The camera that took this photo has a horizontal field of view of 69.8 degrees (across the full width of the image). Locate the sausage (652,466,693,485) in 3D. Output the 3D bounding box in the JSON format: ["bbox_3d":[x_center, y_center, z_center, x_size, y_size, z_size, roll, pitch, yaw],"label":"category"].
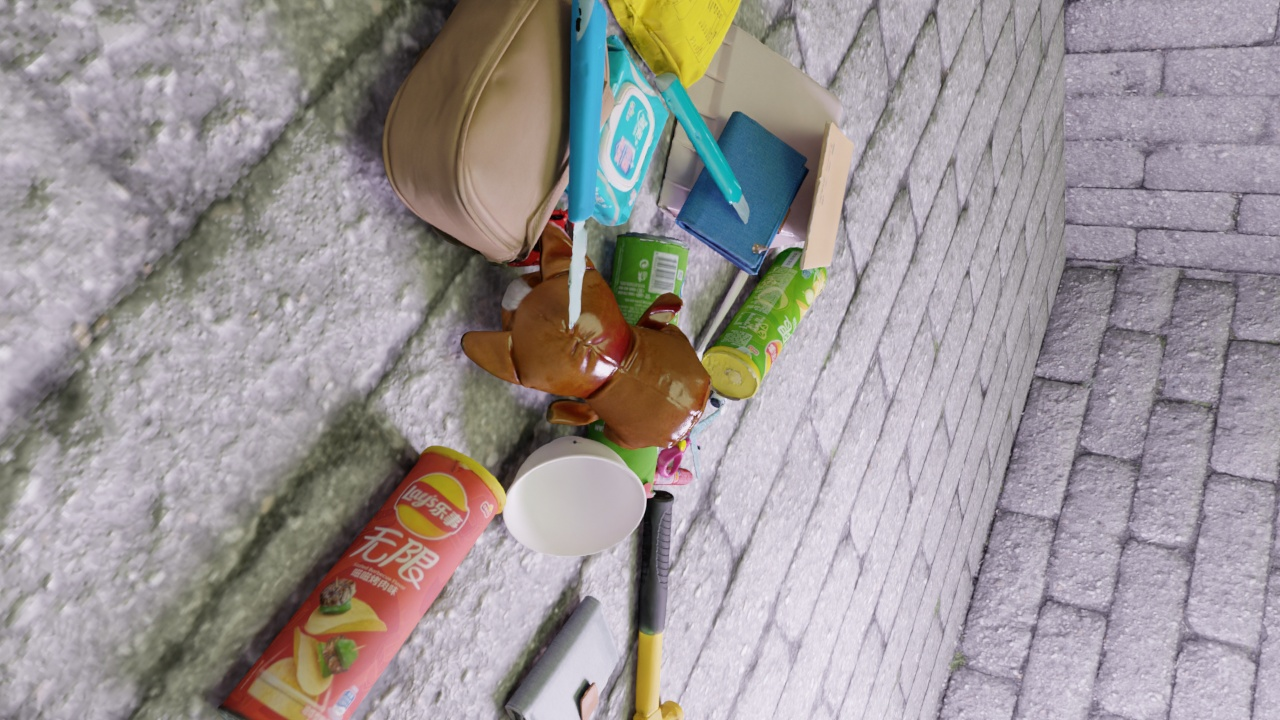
[{"bbox_3d":[0.016,0.121,0.957,0.155,0.020,0.020,11,89,-59],"label":"sausage"}]

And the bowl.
[{"bbox_3d":[-0.058,0.103,0.776,0.064,0.118,0.118,-102,174,-52],"label":"bowl"}]

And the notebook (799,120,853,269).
[{"bbox_3d":[0.205,-0.174,1.000,0.207,0.008,0.148,-21,122,-70],"label":"notebook"}]

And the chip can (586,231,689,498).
[{"bbox_3d":[-0.005,0.005,0.840,0.072,0.072,0.236,6,93,-58],"label":"chip can"}]

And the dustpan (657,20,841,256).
[{"bbox_3d":[0.110,-0.226,1.022,0.273,0.139,0.222,18,85,-30],"label":"dustpan"}]

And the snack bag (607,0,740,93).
[{"bbox_3d":[0.048,-0.381,0.823,0.158,0.068,0.246,41,65,-54],"label":"snack bag"}]

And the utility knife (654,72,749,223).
[{"bbox_3d":[0.061,-0.196,0.853,0.029,0.013,0.176,-55,126,-25],"label":"utility knife"}]

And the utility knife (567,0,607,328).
[{"bbox_3d":[-0.039,-0.129,0.618,0.034,0.018,0.218,-26,122,-67],"label":"utility knife"}]

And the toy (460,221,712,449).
[{"bbox_3d":[-0.037,-0.010,0.726,0.199,0.130,0.140,31,87,-38],"label":"toy"}]

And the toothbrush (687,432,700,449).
[{"bbox_3d":[0.032,0.046,0.969,0.017,0.014,0.189,-53,141,-21],"label":"toothbrush"}]

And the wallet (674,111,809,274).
[{"bbox_3d":[0.105,-0.167,0.921,0.106,0.040,0.133,31,80,-20],"label":"wallet"}]

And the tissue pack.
[{"bbox_3d":[-0.027,-0.191,0.770,0.093,0.050,0.133,39,65,-54],"label":"tissue pack"}]

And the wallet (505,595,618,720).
[{"bbox_3d":[-0.064,0.304,0.863,0.129,0.037,0.107,-50,137,-38],"label":"wallet"}]

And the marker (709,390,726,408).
[{"bbox_3d":[0.114,0.005,1.085,0.022,0.018,0.130,50,52,-20],"label":"marker"}]

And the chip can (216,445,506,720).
[{"bbox_3d":[-0.177,0.156,0.608,0.216,0.073,0.073,-54,140,-34],"label":"chip can"}]

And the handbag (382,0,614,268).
[{"bbox_3d":[-0.094,-0.172,0.631,0.204,0.100,0.148,-64,152,-25],"label":"handbag"}]

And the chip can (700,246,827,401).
[{"bbox_3d":[0.149,-0.049,1.072,0.220,0.073,0.073,-52,138,-37],"label":"chip can"}]

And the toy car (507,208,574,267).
[{"bbox_3d":[-0.076,-0.099,0.738,0.106,0.031,0.049,-9,107,-59],"label":"toy car"}]

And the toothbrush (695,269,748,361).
[{"bbox_3d":[0.087,-0.052,1.030,0.179,0.016,0.016,-57,144,-36],"label":"toothbrush"}]

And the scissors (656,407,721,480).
[{"bbox_3d":[0.054,0.074,0.982,0.133,0.017,0.134,-34,125,-49],"label":"scissors"}]

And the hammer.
[{"bbox_3d":[0.011,0.286,0.984,0.128,0.033,0.301,-15,111,-57],"label":"hammer"}]
